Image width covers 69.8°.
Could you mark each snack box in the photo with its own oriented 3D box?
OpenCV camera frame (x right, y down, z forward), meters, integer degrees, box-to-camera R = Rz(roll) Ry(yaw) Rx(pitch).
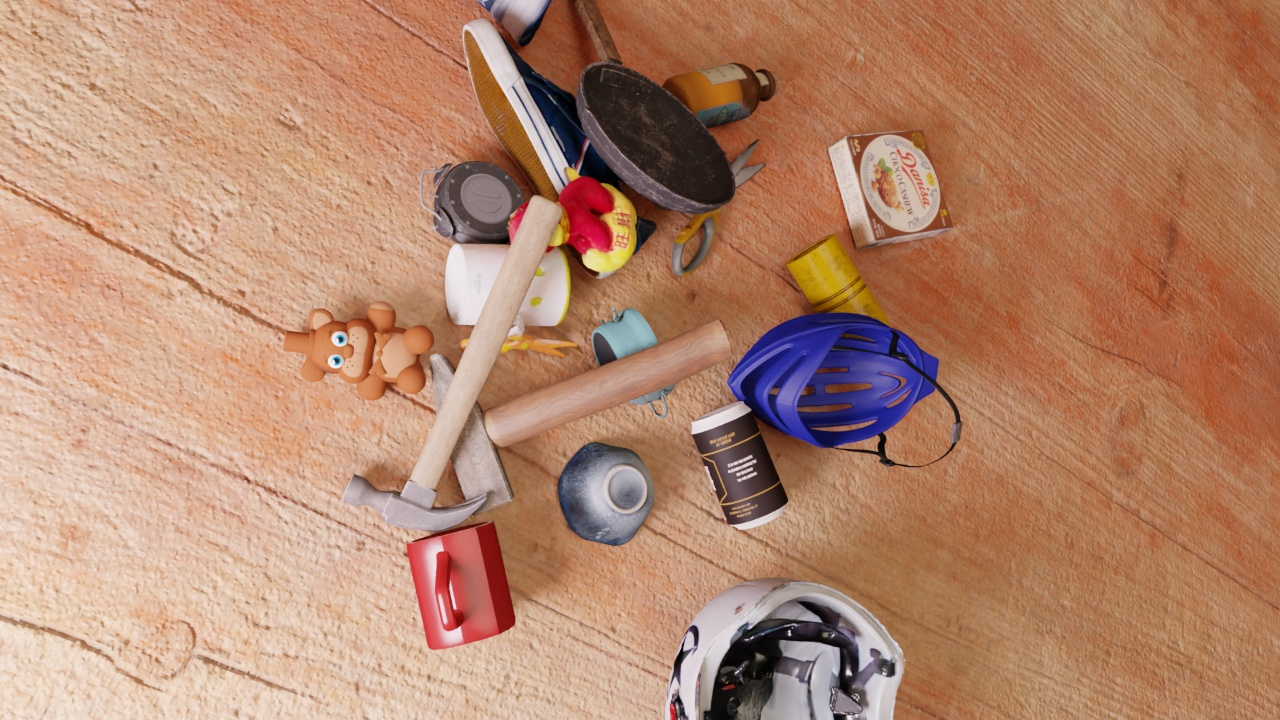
[{"bbox_3d":[0.333,-0.229,1.219,0.146,0.041,0.143,-12,85,-29],"label":"snack box"}]

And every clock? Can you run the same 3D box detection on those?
[{"bbox_3d":[-0.170,-0.157,0.938,0.122,0.044,0.091,7,69,-29],"label":"clock"},{"bbox_3d":[-0.006,0.006,0.969,0.053,0.090,0.124,-24,86,-18],"label":"clock"}]

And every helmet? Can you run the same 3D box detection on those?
[{"bbox_3d":[0.234,0.038,1.008,0.241,0.227,0.148,-6,113,-15],"label":"helmet"},{"bbox_3d":[0.124,0.349,0.920,0.236,0.164,0.263,17,78,-20],"label":"helmet"}]

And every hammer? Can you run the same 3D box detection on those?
[{"bbox_3d":[-0.153,0.004,0.845,0.119,0.031,0.331,24,91,-10],"label":"hammer"},{"bbox_3d":[-0.051,0.024,0.902,0.300,0.037,0.158,-21,89,-5],"label":"hammer"}]

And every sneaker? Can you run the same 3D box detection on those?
[{"bbox_3d":[-0.076,-0.240,0.975,0.127,0.121,0.294,-36,100,-16],"label":"sneaker"},{"bbox_3d":[-0.135,-0.486,1.005,0.132,0.103,0.269,21,73,-15],"label":"sneaker"}]

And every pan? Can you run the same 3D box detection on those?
[{"bbox_3d":[-0.016,-0.292,0.997,0.207,0.040,0.356,4,51,-44],"label":"pan"}]

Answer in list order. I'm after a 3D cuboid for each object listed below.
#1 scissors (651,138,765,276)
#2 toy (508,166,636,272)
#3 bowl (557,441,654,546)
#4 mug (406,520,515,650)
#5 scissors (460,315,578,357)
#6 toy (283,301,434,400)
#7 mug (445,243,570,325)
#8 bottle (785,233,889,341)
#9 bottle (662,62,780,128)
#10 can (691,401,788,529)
[{"bbox_3d":[0.088,-0.187,1.084,0.224,0.016,0.166,-28,117,-43],"label":"scissors"},{"bbox_3d":[-0.064,-0.136,0.896,0.137,0.067,0.105,-9,88,-28],"label":"toy"},{"bbox_3d":[-0.026,0.135,0.948,0.110,0.055,0.110,7,76,-27],"label":"bowl"},{"bbox_3d":[-0.164,0.203,0.827,0.080,0.116,0.096,-13,85,-1],"label":"mug"},{"bbox_3d":[-0.112,-0.024,0.926,0.133,0.084,0.012,1,58,-29],"label":"scissors"},{"bbox_3d":[-0.262,-0.010,0.850,0.127,0.065,0.095,8,94,-24],"label":"toy"},{"bbox_3d":[-0.134,-0.076,0.921,0.106,0.083,0.082,-1,80,-27],"label":"mug"},{"bbox_3d":[0.251,-0.067,1.127,0.070,0.071,0.164,-37,97,-29],"label":"bottle"},{"bbox_3d":[0.103,-0.320,1.104,0.156,0.068,0.068,-22,90,-29],"label":"bottle"},{"bbox_3d":[0.109,0.116,1.012,0.071,0.072,0.128,-22,90,-29],"label":"can"}]
